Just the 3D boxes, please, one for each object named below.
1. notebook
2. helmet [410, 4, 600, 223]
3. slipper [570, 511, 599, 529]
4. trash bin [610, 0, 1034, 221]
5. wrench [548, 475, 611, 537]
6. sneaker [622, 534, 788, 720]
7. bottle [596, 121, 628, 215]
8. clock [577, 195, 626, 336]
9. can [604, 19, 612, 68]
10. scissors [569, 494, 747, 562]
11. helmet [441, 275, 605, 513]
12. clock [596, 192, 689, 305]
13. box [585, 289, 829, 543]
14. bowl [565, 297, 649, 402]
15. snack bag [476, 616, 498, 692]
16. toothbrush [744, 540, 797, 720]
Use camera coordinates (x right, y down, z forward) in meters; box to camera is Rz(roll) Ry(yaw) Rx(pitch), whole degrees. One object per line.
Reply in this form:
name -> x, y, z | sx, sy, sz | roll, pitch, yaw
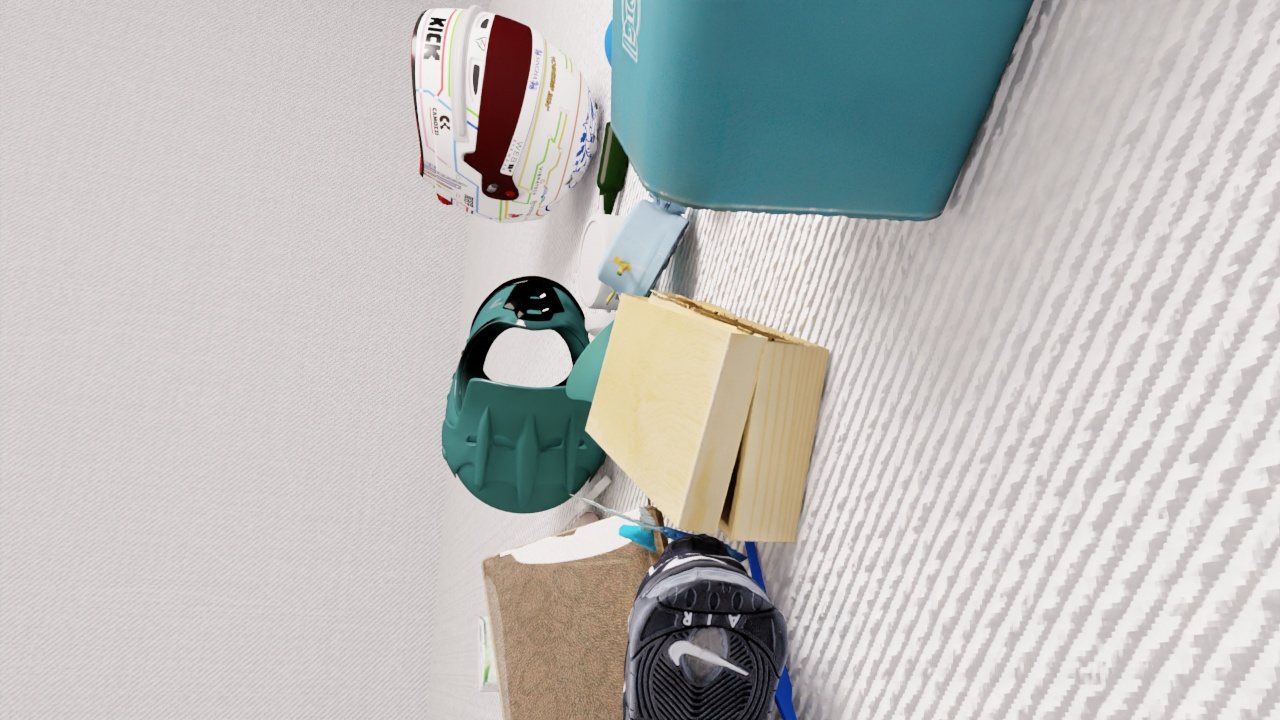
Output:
notebook -> -0.015, 0.214, 0.659 | 0.034, 0.190, 0.215 | 55, -162, -58
helmet -> -0.172, -0.314, 1.207 | 0.315, 0.236, 0.230 | 117, 159, -68
slipper -> -0.068, 0.261, 0.948 | 0.107, 0.055, 0.221 | 121, 161, -54
trash bin -> 0.079, -0.194, 0.418 | 0.196, 0.199, 0.219 | -109, 24, -58
wrench -> -0.082, 0.184, 1.063 | 0.047, 0.009, 0.274 | -41, -6, -27
sneaker -> 0.030, 0.217, 0.561 | 0.150, 0.097, 0.253 | -86, -3, -74
bottle -> -0.034, -0.211, 1.061 | 0.033, 0.033, 0.123 | -126, 44, -67
clock -> -0.021, -0.084, 0.931 | 0.120, 0.061, 0.159 | 114, 152, -46
can -> 0.019, -0.304, 0.834 | 0.146, 0.079, 0.079 | 180, 96, -74
scissors -> 0.016, 0.113, 0.610 | 0.127, 0.127, 0.014 | 73, -147, -64
helmet -> -0.119, 0.053, 0.969 | 0.275, 0.176, 0.199 | 104, 166, -51
clock -> 0.008, -0.106, 0.811 | 0.124, 0.051, 0.089 | -60, -1, -25
box -> 0.033, 0.026, 0.649 | 0.249, 0.091, 0.128 | -147, 61, -71
bowl -> -0.005, 0.005, 0.805 | 0.046, 0.120, 0.121 | 45, 140, 18
snack bag -> -0.119, 0.316, 0.990 | 0.036, 0.115, 0.077 | 118, 151, -50
toothbrush -> 0.080, 0.175, 0.554 | 0.186, 0.016, 0.011 | -99, 20, -48
